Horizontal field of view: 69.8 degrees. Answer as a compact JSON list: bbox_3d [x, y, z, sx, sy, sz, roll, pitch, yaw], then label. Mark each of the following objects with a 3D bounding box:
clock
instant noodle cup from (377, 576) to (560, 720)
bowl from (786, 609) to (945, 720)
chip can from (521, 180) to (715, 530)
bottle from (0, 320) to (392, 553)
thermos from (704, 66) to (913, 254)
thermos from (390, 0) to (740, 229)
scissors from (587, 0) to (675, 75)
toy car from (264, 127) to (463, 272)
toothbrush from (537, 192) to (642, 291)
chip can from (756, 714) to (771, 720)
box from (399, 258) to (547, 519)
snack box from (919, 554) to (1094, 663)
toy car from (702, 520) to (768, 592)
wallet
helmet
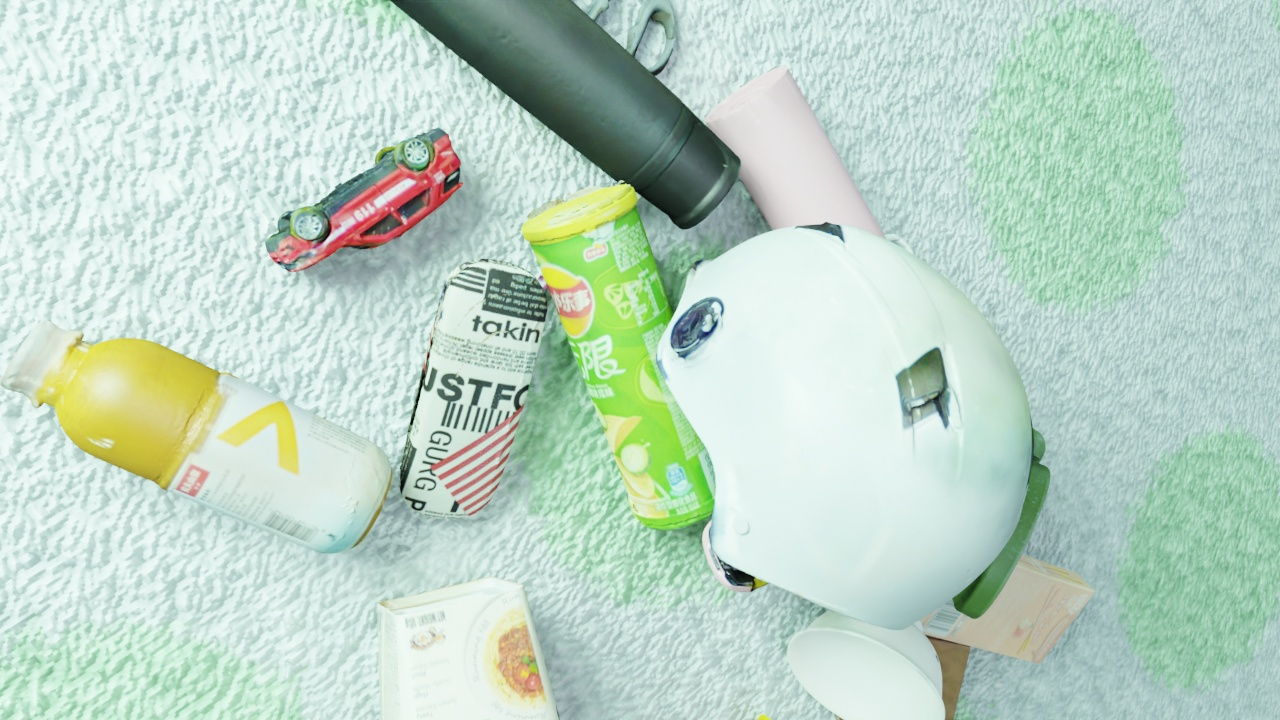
[{"bbox_3d":[0.240,0.102,0.645,0.056,0.116,0.160,27,61,15],"label":"clock"},{"bbox_3d":[-0.104,0.199,0.540,0.116,0.117,0.124,-8,86,-25],"label":"instant noodle cup"},{"bbox_3d":[0.177,0.218,0.687,0.064,0.119,0.118,-49,114,-40],"label":"bowl"},{"bbox_3d":[-0.003,0.003,0.578,0.072,0.073,0.221,-28,111,-22],"label":"chip can"},{"bbox_3d":[-0.227,0.040,0.484,0.189,0.068,0.068,31,80,-25],"label":"bottle"},{"bbox_3d":[0.131,-0.111,0.650,0.087,0.067,0.198,-45,110,-20],"label":"thermos"},{"bbox_3d":[-0.047,-0.180,0.558,0.242,0.089,0.069,36,119,-22],"label":"thermos"},{"bbox_3d":[0.011,-0.270,0.610,0.164,0.014,0.163,-25,103,-25],"label":"scissors"},{"bbox_3d":[-0.153,-0.087,0.518,0.120,0.053,0.045,-38,111,-20],"label":"toy car"},{"bbox_3d":[-0.057,-0.060,0.590,0.187,0.016,0.017,-46,102,-15],"label":"toothbrush"},{"bbox_3d":[0.051,0.360,0.645,0.073,0.073,0.216,47,73,-22],"label":"chip can"},{"bbox_3d":[-0.100,0.021,0.545,0.068,0.051,0.164,3,108,-38],"label":"box"},{"bbox_3d":[0.298,0.200,0.765,0.157,0.026,0.084,20,108,-26],"label":"snack box"},{"bbox_3d":[0.093,0.112,0.599,0.122,0.037,0.056,-14,75,-31],"label":"toy car"},{"bbox_3d":[0.214,0.273,0.750,0.115,0.020,0.101,15,86,-24],"label":"wallet"},{"bbox_3d":[0.136,0.016,0.537,0.229,0.146,0.258,29,42,-36],"label":"helmet"}]
